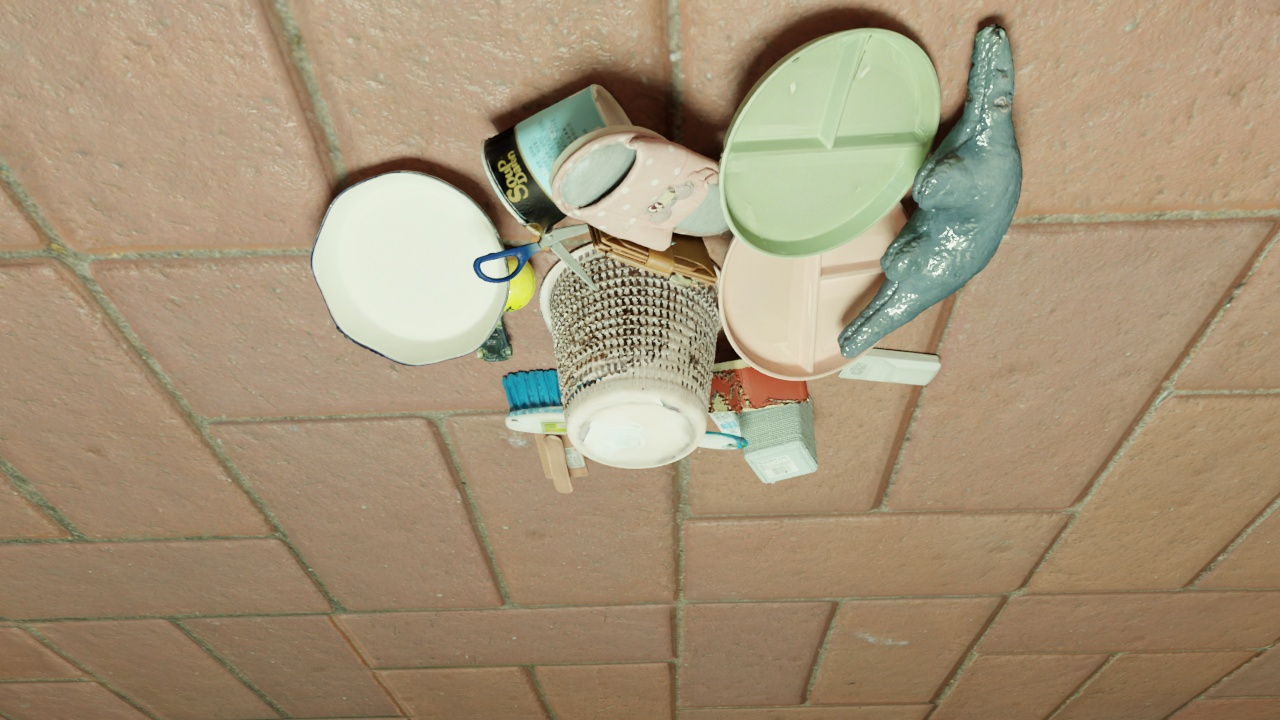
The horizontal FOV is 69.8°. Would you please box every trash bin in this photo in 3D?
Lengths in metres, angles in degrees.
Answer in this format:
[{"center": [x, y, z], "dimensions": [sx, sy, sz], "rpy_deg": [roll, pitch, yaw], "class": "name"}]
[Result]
[{"center": [-0.006, 0.005, 1.031], "dimensions": [0.227, 0.191, 0.228], "rpy_deg": [0, 142, 0], "class": "trash bin"}]

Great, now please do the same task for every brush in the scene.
[{"center": [-0.023, 0.068, 1.177], "dimensions": [0.314, 0.109, 0.061], "rpy_deg": [-1, 140, 0], "class": "brush"}, {"center": [-0.112, 0.123, 1.278], "dimensions": [0.063, 0.072, 0.146], "rpy_deg": [-3, 141, 4], "class": "brush"}]

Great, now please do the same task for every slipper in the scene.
[{"center": [0.025, -0.150, 0.853], "dimensions": [0.114, 0.054, 0.273], "rpy_deg": [-42, 154, 29], "class": "slipper"}]

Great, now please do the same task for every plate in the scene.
[{"center": [0.184, -0.088, 0.965], "dimensions": [0.229, 0.028, 0.230], "rpy_deg": [-8, 117, -17], "class": "plate"}, {"center": [-0.233, -0.096, 0.951], "dimensions": [0.205, 0.045, 0.205], "rpy_deg": [2, 114, 4], "class": "plate"}, {"center": [0.171, -0.195, 0.844], "dimensions": [0.230, 0.027, 0.231], "rpy_deg": [-15, 135, -16], "class": "plate"}]

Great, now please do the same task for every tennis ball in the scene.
[{"center": [-0.147, -0.086, 1.010], "dimensions": [0.065, 0.065, 0.066], "rpy_deg": [0, 142, -1], "class": "tennis ball"}]

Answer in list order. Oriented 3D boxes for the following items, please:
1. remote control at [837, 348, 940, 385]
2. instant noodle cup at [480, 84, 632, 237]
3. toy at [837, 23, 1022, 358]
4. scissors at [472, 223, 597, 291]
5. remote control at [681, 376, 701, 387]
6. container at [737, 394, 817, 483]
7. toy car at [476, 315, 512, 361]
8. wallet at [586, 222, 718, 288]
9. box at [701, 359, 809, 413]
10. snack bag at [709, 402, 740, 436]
[{"center": [0.320, 0.009, 1.177], "dimensions": [0.125, 0.024, 0.049], "rpy_deg": [6, 141, -8], "class": "remote control"}, {"center": [-0.067, -0.190, 0.852], "dimensions": [0.121, 0.111, 0.111], "rpy_deg": [-28, 136, 20], "class": "instant noodle cup"}, {"center": [0.303, -0.147, 0.900], "dimensions": [0.137, 0.091, 0.357], "rpy_deg": [-5, 131, -24], "class": "toy"}, {"center": [-0.104, -0.127, 0.930], "dimensions": [0.012, 0.162, 0.176], "rpy_deg": [-3, 127, 52], "class": "scissors"}, {"center": [0.083, 0.039, 1.209], "dimensions": [0.137, 0.024, 0.053], "rpy_deg": [-16, 138, 17], "class": "remote control"}, {"center": [0.180, 0.092, 1.211], "dimensions": [0.090, 0.111, 0.090], "rpy_deg": [-17, 139, 20], "class": "container"}, {"center": [-0.180, -0.034, 1.104], "dimensions": [0.043, 0.034, 0.091], "rpy_deg": [-3, 140, 6], "class": "toy car"}, {"center": [0.010, -0.121, 0.938], "dimensions": [0.131, 0.107, 0.031], "rpy_deg": [16, 120, -19], "class": "wallet"}, {"center": [0.131, 0.036, 1.093], "dimensions": [0.091, 0.077, 0.168], "rpy_deg": [-7, 178, -12], "class": "box"}, {"center": [0.120, 0.083, 1.266], "dimensions": [0.048, 0.026, 0.104], "rpy_deg": [-24, 137, 18], "class": "snack bag"}]
